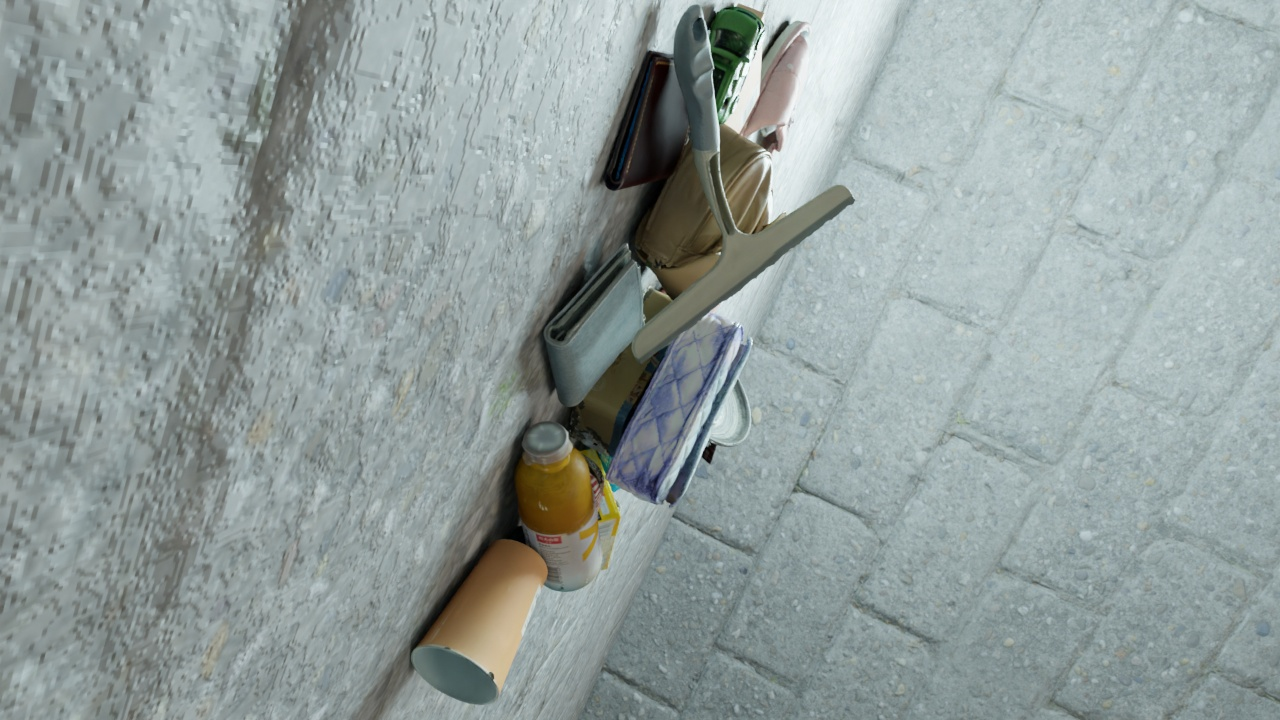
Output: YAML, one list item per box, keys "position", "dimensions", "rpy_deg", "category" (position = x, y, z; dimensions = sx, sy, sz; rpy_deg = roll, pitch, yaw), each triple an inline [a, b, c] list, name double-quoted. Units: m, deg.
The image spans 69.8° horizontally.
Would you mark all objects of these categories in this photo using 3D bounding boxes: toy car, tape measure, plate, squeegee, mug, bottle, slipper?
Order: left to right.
- position: [-0.128, 0.215, 0.774]
  dimensions: [0.122, 0.078, 0.078]
  rpy_deg: [-61, 171, -45]
  category: "mug"
- position: [-0.119, 0.184, 0.880]
  dimensions: [0.055, 0.025, 0.058]
  rpy_deg: [102, 12, -48]
  category: "tape measure"
- position: [-0.073, 0.129, 0.806]
  dimensions: [0.190, 0.068, 0.067]
  rpy_deg: [86, 28, -44]
  category: "bottle"
- position: [0.064, 0.028, 1.091]
  dimensions: [0.024, 0.179, 0.179]
  rpy_deg: [-37, -174, 30]
  category: "plate"
- position: [0.054, -0.155, 0.691]
  dimensions: [0.246, 0.039, 0.247]
  rpy_deg: [-37, 138, -15]
  category: "squeegee"
- position: [0.065, -0.233, 0.728]
  dimensions: [0.091, 0.043, 0.036]
  rpy_deg: [-69, 169, 22]
  category: "toy car"
- position: [0.138, -0.264, 1.017]
  dimensions: [0.273, 0.054, 0.114]
  rpy_deg: [-60, 170, -20]
  category: "slipper"

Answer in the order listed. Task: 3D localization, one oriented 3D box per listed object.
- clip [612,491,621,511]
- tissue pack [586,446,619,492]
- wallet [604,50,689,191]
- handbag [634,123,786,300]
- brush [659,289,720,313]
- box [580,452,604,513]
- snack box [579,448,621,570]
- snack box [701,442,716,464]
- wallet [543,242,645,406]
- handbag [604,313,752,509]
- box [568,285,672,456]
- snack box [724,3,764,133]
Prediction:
- position: [-0.041, 0.193, 1.209]
  dimensions: [0.103, 0.092, 0.035]
  rpy_deg: [-17, 133, -62]
  category: "clip"
- position: [-0.014, 0.081, 1.017]
  dimensions: [0.089, 0.063, 0.140]
  rpy_deg: [-33, 155, -24]
  category: "tissue pack"
- position: [0.013, -0.176, 0.675]
  dimensions: [0.122, 0.020, 0.096]
  rpy_deg: [-39, 149, -66]
  category: "wallet"
- position: [0.069, -0.125, 0.848]
  dimensions: [0.148, 0.100, 0.204]
  rpy_deg: [-56, 167, 0]
  category: "handbag"
- position: [0.065, -0.075, 1.063]
  dimensions: [0.069, 0.063, 0.145]
  rpy_deg: [-43, -178, 25]
  category: "brush"
- position: [-0.072, 0.142, 0.910]
  dimensions: [0.057, 0.071, 0.165]
  rpy_deg: [-30, 154, -36]
  category: "box"
- position: [-0.056, 0.169, 1.013]
  dimensions: [0.033, 0.086, 0.141]
  rpy_deg: [-11, 147, -19]
  category: "snack box"
- position: [0.050, 0.067, 1.187]
  dimensions: [0.113, 0.126, 0.053]
  rpy_deg: [97, 19, -62]
  category: "snack box"
- position: [-0.037, -0.028, 0.740]
  dimensions: [0.106, 0.037, 0.130]
  rpy_deg: [-50, 165, -18]
  category: "wallet"
- position: [0.041, 0.049, 0.892]
  dimensions: [0.193, 0.075, 0.134]
  rpy_deg: [-63, 170, -5]
  category: "handbag"
- position: [-0.006, 0.005, 0.930]
  dimensions: [0.183, 0.060, 0.090]
  rpy_deg: [-57, 169, -31]
  category: "box"
- position: [0.082, -0.246, 0.836]
  dimensions: [0.084, 0.026, 0.157]
  rpy_deg: [-63, 170, -6]
  category: "snack box"
